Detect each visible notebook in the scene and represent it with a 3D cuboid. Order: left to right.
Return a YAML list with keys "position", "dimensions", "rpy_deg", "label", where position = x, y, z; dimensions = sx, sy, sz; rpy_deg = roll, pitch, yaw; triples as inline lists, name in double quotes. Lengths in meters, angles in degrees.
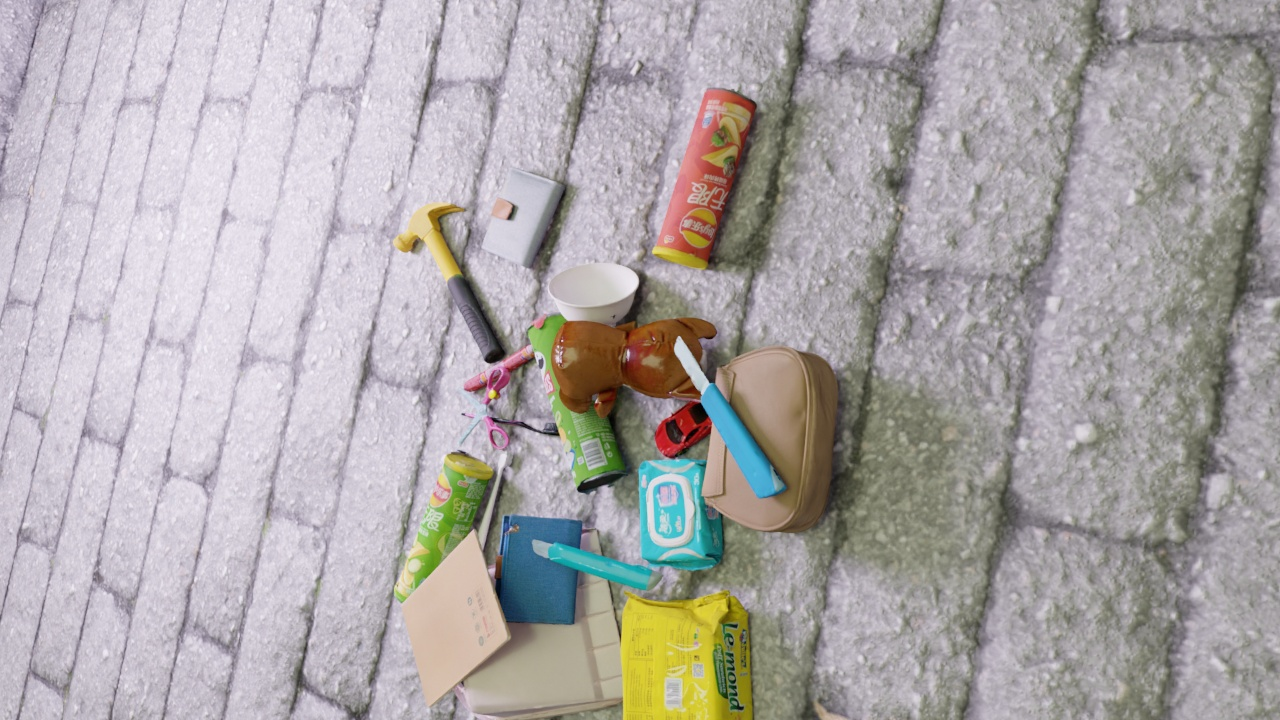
- position: [-0.240, 0.330, 1.167]
  dimensions: [0.208, 0.008, 0.147]
  rpy_deg: [-47, 54, 33]
  label: "notebook"

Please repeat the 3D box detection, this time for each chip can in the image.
- position: [-0.277, 0.243, 1.288]
  dimensions: [0.073, 0.072, 0.221]
  rpy_deg: [24, 94, 34]
  label: "chip can"
- position: [-0.084, 0.053, 1.197]
  dimensions: [0.072, 0.072, 0.235]
  rpy_deg: [-31, 66, 25]
  label: "chip can"
- position: [0.081, -0.224, 1.142]
  dimensions: [0.073, 0.073, 0.216]
  rpy_deg: [19, 91, 34]
  label: "chip can"

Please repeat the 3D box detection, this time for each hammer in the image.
- position: [-0.277, -0.119, 1.379]
  dimensions: [0.129, 0.032, 0.300]
  rpy_deg: [-42, 62, 21]
  label: "hammer"

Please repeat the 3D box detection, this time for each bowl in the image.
- position: [-0.059, -0.073, 1.200]
  dimensions: [0.118, 0.118, 0.065]
  rpy_deg: [21, 130, 34]
  label: "bowl"

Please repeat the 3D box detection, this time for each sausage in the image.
- position: [-0.198, 0.012, 1.310]
  dimensions: [0.156, 0.020, 0.020]
  rpy_deg: [-28, 67, 26]
  label: "sausage"

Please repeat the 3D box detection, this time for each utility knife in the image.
- position: [-0.056, 0.247, 1.120]
  dimensions: [0.176, 0.013, 0.029]
  rpy_deg: [13, 82, 20]
  label: "utility knife"
- position: [0.090, 0.059, 1.002]
  dimensions: [0.034, 0.018, 0.218]
  rpy_deg: [-49, 58, 31]
  label: "utility knife"

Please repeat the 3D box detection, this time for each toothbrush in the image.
- position: [-0.210, 0.211, 1.286]
  dimensions: [0.016, 0.016, 0.180]
  rpy_deg: [19, 94, 36]
  label: "toothbrush"
- position: [-0.183, 0.085, 1.291]
  dimensions: [0.189, 0.014, 0.017]
  rpy_deg: [7, 75, 34]
  label: "toothbrush"

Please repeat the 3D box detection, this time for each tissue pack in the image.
- position: [0.047, 0.185, 1.101]
  dimensions: [0.093, 0.050, 0.133]
  rpy_deg: [-10, 76, 30]
  label: "tissue pack"

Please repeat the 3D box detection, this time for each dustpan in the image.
- position: [-0.149, 0.362, 1.221]
  dimensions: [0.273, 0.139, 0.222]
  rpy_deg: [-12, 71, 2]
  label: "dustpan"

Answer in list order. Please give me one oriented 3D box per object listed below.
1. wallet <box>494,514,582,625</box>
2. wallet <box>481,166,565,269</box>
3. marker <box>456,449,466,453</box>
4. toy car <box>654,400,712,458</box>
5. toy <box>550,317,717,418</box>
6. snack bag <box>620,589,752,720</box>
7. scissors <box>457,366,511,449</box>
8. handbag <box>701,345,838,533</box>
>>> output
- position: [-0.131, 0.264, 1.158]
  dimensions: [0.106, 0.040, 0.133]
  rpy_deg: [4, 70, -2]
  label: "wallet"
- position: [-0.176, -0.209, 1.326]
  dimensions: [0.107, 0.037, 0.130]
  rpy_deg: [25, 95, 33]
  label: "wallet"
- position: [-0.278, 0.193, 1.331]
  dimensions: [0.022, 0.018, 0.131]
  rpy_deg: [19, 92, 9]
  label: "marker"
- position: [0.059, 0.078, 1.125]
  dimensions: [0.106, 0.031, 0.049]
  rpy_deg: [-39, 62, 23]
  label: "toy car"
- position: [-0.007, 0.007, 1.119]
  dimensions: [0.200, 0.130, 0.140]
  rpy_deg: [-6, 61, 14]
  label: "toy"
- position: [0.047, 0.390, 1.053]
  dimensions: [0.158, 0.068, 0.246]
  rpy_deg: [-9, 75, 31]
  label: "snack bag"
- position: [-0.218, 0.072, 1.298]
  dimensions: [0.134, 0.017, 0.133]
  rpy_deg: [44, 104, 30]
  label: "scissors"
- position: [0.148, 0.088, 1.029]
  dimensions: [0.148, 0.099, 0.204]
  rpy_deg: [3, 83, 41]
  label: "handbag"
